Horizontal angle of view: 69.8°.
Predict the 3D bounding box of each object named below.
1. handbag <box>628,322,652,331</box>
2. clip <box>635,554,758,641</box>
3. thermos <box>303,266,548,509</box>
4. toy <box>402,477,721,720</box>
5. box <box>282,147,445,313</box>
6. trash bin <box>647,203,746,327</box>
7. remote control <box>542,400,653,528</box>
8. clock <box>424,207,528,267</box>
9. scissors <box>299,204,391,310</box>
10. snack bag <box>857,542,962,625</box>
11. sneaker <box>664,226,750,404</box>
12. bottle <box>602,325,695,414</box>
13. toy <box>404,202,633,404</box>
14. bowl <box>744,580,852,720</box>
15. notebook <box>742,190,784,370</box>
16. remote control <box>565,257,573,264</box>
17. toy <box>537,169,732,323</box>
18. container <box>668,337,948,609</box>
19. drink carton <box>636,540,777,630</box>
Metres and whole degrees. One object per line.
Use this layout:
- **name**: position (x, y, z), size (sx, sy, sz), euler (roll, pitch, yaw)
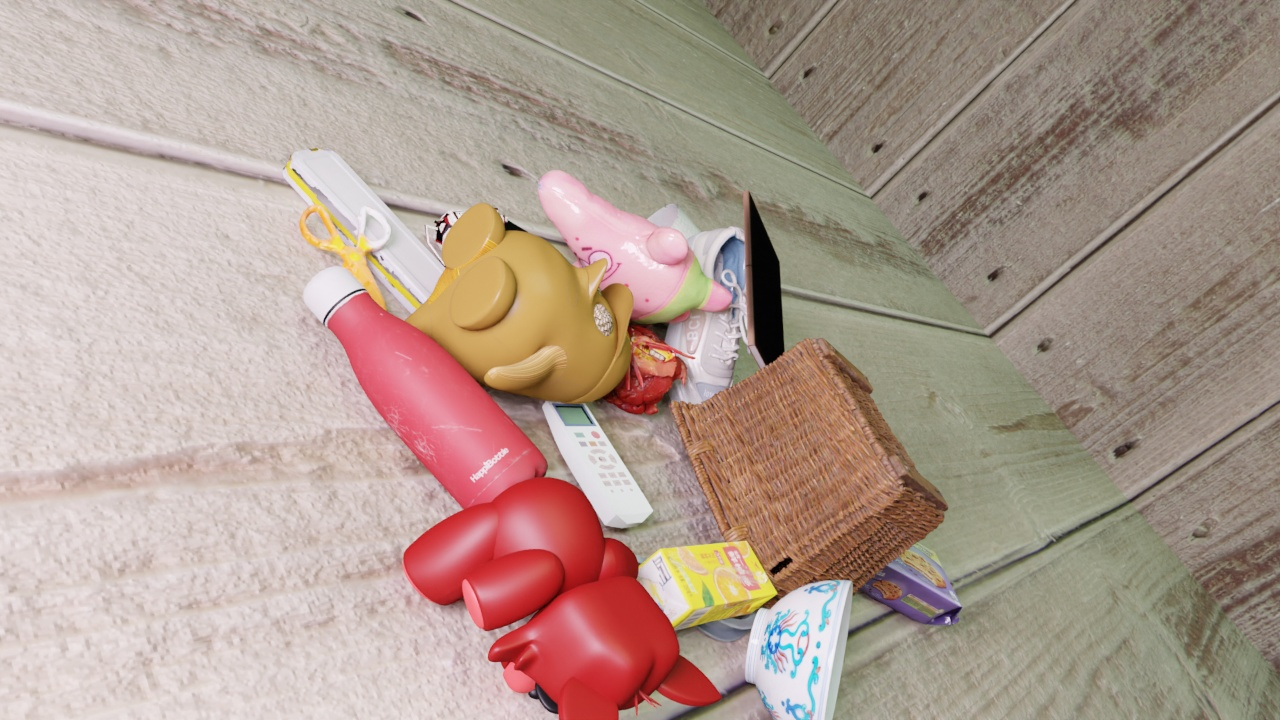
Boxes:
- **handbag**: position (0.003, -0.066, 1.075), size (0.055, 0.029, 0.119), euler (32, 72, -22)
- **clip**: position (0.040, 0.192, 0.836), size (0.166, 0.028, 0.127), euler (20, 35, -44)
- **thermos**: position (-0.175, 0.021, 0.720), size (0.240, 0.073, 0.073), euler (47, 26, 5)
- **toy**: position (-0.051, 0.174, 0.626), size (0.197, 0.121, 0.158), euler (48, 22, 29)
- **box**: position (-0.249, -0.120, 0.867), size (0.209, 0.033, 0.064), euler (46, 28, 4)
- **trash bin**: position (0.058, -0.099, 1.181), size (0.161, 0.133, 0.133), euler (40, 26, -20)
- **remote control**: position (-0.043, 0.097, 0.852), size (0.049, 0.024, 0.143), euler (4, 42, -47)
- **clock**: position (-0.154, -0.109, 0.949), size (0.154, 0.065, 0.114), euler (11, 41, -50)
- **scissors**: position (-0.244, -0.089, 0.813), size (0.096, 0.012, 0.133), euler (-22, 72, -37)
- **snack bag**: position (0.287, 0.242, 1.089), size (0.205, 0.059, 0.096), euler (30, 27, -22)
- **sneaker**: position (0.089, -0.041, 1.059), size (0.089, 0.091, 0.242), euler (15, 74, -36)
- **bottle**: position (-0.006, 0.006, 0.964), size (0.111, 0.099, 0.098), euler (37, 27, -23)
- **toy**: position (-0.085, -0.034, 0.828), size (0.203, 0.163, 0.198), euler (31, 31, -42)
- **bowl**: position (0.135, 0.256, 0.799), size (0.074, 0.144, 0.143), euler (9, 19, 18)
- **notebook**: position (0.142, -0.070, 1.047), size (0.141, 0.008, 0.208), euler (53, 33, -52)
- **remote control**: position (-0.076, -0.069, 1.056), size (0.074, 0.019, 0.150), euler (31, 29, -27)
- **toy**: position (-0.018, -0.110, 0.963), size (0.236, 0.193, 0.096), euler (40, 55, -24)
- **container**: position (0.176, 0.114, 0.936), size (0.162, 0.183, 0.249), euler (32, 26, -46)
- **drink carton**: position (0.058, 0.190, 0.784), size (0.134, 0.043, 0.058), euler (10, 43, -51)
